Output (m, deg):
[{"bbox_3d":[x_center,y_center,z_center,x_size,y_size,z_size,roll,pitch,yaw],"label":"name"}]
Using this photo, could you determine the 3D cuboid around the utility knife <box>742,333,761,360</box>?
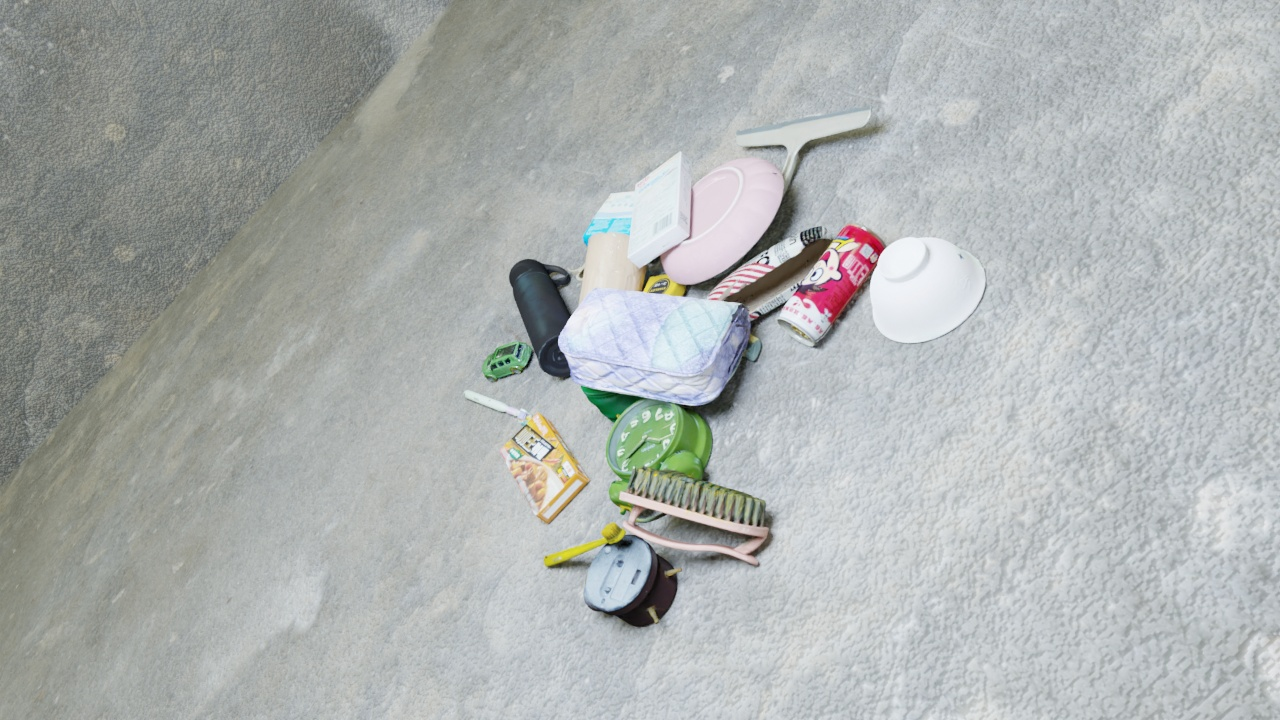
[{"bbox_3d":[0.090,-0.036,1.102,0.031,0.019,0.178,-47,31,-9],"label":"utility knife"}]

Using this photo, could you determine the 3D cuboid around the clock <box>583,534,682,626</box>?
[{"bbox_3d":[-0.016,0.222,0.935,0.122,0.055,0.082,3,60,48],"label":"clock"}]

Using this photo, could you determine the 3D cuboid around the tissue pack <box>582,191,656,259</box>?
[{"bbox_3d":[-0.011,-0.188,1.299,0.140,0.063,0.089,6,58,46],"label":"tissue pack"}]

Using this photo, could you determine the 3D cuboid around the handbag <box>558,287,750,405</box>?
[{"bbox_3d":[0.014,-0.020,1.035,0.194,0.076,0.133,10,49,25],"label":"handbag"}]

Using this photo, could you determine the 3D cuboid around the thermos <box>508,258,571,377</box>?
[{"bbox_3d":[-0.128,-0.074,1.317,0.090,0.068,0.242,-23,37,-4],"label":"thermos"}]

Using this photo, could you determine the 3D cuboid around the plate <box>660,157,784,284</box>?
[{"bbox_3d":[0.091,-0.183,1.150,0.193,0.039,0.192,-34,35,28],"label":"plate"}]

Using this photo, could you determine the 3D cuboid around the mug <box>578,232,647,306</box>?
[{"bbox_3d":[-0.044,-0.102,1.234,0.125,0.084,0.103,152,130,-64],"label":"mug"}]

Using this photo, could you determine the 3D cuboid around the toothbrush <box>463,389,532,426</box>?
[{"bbox_3d":[-0.208,0.064,1.309,0.020,0.029,0.190,-17,19,-33],"label":"toothbrush"}]

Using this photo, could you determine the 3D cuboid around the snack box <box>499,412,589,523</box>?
[{"bbox_3d":[-0.122,0.132,1.152,0.075,0.026,0.153,-46,36,2],"label":"snack box"}]

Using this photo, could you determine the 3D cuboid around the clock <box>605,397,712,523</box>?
[{"bbox_3d":[0.017,0.107,1.006,0.116,0.056,0.161,-29,41,26],"label":"clock"}]

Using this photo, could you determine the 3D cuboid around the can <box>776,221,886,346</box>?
[{"bbox_3d":[0.205,-0.081,0.987,0.132,0.053,0.053,-53,36,-6],"label":"can"}]

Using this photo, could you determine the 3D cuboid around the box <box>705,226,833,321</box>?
[{"bbox_3d":[0.157,-0.091,1.063,0.164,0.077,0.074,-34,11,18],"label":"box"}]

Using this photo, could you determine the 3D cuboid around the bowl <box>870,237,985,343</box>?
[{"bbox_3d":[0.272,-0.083,0.911,0.118,0.064,0.118,-28,41,27],"label":"bowl"}]

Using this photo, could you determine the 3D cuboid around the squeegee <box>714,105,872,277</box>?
[{"bbox_3d":[0.156,-0.198,1.157,0.247,0.039,0.246,8,65,56],"label":"squeegee"}]

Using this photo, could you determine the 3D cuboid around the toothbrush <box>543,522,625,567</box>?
[{"bbox_3d":[-0.065,0.198,0.979,0.015,0.016,0.191,-50,8,-33],"label":"toothbrush"}]

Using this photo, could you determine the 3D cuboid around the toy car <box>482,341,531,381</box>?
[{"bbox_3d":[-0.199,0.000,1.346,0.091,0.036,0.043,-21,45,38],"label":"toy car"}]

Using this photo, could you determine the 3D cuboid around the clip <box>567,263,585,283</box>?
[{"bbox_3d":[-0.078,-0.127,1.340,0.060,0.034,0.097,-41,32,12],"label":"clip"}]

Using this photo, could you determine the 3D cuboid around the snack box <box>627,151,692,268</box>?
[{"bbox_3d":[0.026,-0.195,1.182,0.085,0.027,0.156,-31,36,32],"label":"snack box"}]

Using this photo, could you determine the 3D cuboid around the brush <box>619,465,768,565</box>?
[{"bbox_3d":[0.054,0.152,0.899,0.146,0.063,0.073,13,87,21],"label":"brush"}]

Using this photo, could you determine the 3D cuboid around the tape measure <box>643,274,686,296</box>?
[{"bbox_3d":[0.031,-0.086,1.190,0.060,0.029,0.057,-8,46,42],"label":"tape measure"}]

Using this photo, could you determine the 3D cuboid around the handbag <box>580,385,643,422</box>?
[{"bbox_3d":[-0.007,0.007,1.122,0.120,0.068,0.131,-11,48,28],"label":"handbag"}]
